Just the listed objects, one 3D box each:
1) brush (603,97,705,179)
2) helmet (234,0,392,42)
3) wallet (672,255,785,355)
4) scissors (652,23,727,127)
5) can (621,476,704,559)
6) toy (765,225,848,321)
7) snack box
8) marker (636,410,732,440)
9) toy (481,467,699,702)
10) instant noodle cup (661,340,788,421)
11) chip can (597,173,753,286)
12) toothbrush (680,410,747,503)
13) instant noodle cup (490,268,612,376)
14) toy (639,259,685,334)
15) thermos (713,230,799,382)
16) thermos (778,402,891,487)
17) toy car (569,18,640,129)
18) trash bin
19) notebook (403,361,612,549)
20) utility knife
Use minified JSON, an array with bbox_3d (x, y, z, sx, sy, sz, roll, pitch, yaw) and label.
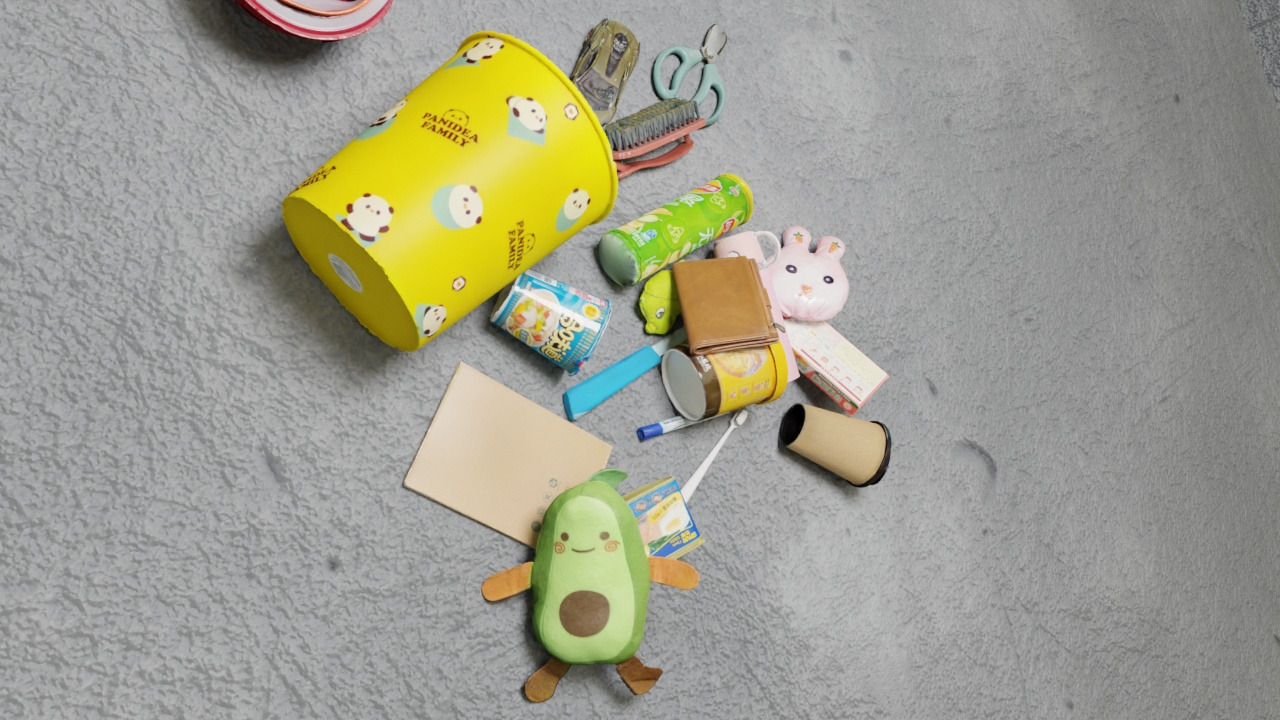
[{"bbox_3d":[0.013,-0.277,1.154,0.145,0.063,0.069,-32,126,-32],"label":"brush"},{"bbox_3d":[-0.339,-0.427,0.916,0.206,0.144,0.240,4,91,-31],"label":"helmet"},{"bbox_3d":[0.106,-0.069,1.083,0.119,0.035,0.130,-5,54,-6],"label":"wallet"},{"bbox_3d":[0.091,-0.389,1.251,0.143,0.019,0.179,47,58,-15],"label":"scissors"},{"bbox_3d":[0.011,0.189,1.044,0.101,0.057,0.083,-23,90,-29],"label":"can"},{"bbox_3d":[0.222,-0.120,1.237,0.121,0.054,0.159,15,55,3],"label":"toy"},{"bbox_3d":[0.247,-0.005,1.219,0.156,0.027,0.076,43,56,13],"label":"snack box"},{"bbox_3d":[0.058,0.072,1.126,0.145,0.017,0.017,-15,87,-34],"label":"marker"},{"bbox_3d":[-0.052,0.240,0.960,0.227,0.090,0.247,-3,94,-5],"label":"toy"},{"bbox_3d":[0.097,0.013,1.110,0.114,0.119,0.118,-21,91,-26],"label":"instant noodle cup"},{"bbox_3d":[0.045,-0.163,1.138,0.220,0.073,0.072,-32,97,-33],"label":"chip can"},{"bbox_3d":[0.083,0.126,1.129,0.016,0.016,0.179,44,61,-8],"label":"toothbrush"},{"bbox_3d":[-0.101,-0.050,1.011,0.110,0.099,0.099,29,65,-16],"label":"instant noodle cup"},{"bbox_3d":[0.036,-0.079,1.136,0.100,0.031,0.096,5,90,-40],"label":"toy"},{"bbox_3d":[0.155,-0.067,1.172,0.067,0.087,0.198,-21,96,-69],"label":"thermos"},{"bbox_3d":[0.258,0.108,1.207,0.143,0.093,0.093,21,68,-18],"label":"thermos"},{"bbox_3d":[-0.048,-0.354,1.142,0.070,0.042,0.158,28,68,-24],"label":"toy car"},{"bbox_3d":[-0.190,-0.157,0.907,0.254,0.230,0.229,-46,104,-25],"label":"trash bin"},{"bbox_3d":[-0.137,0.113,0.999,0.207,0.008,0.147,31,64,-23],"label":"notebook"},{"bbox_3d":[-0.007,0.006,1.098,0.217,0.018,0.034,-32,96,-32],"label":"utility knife"}]
